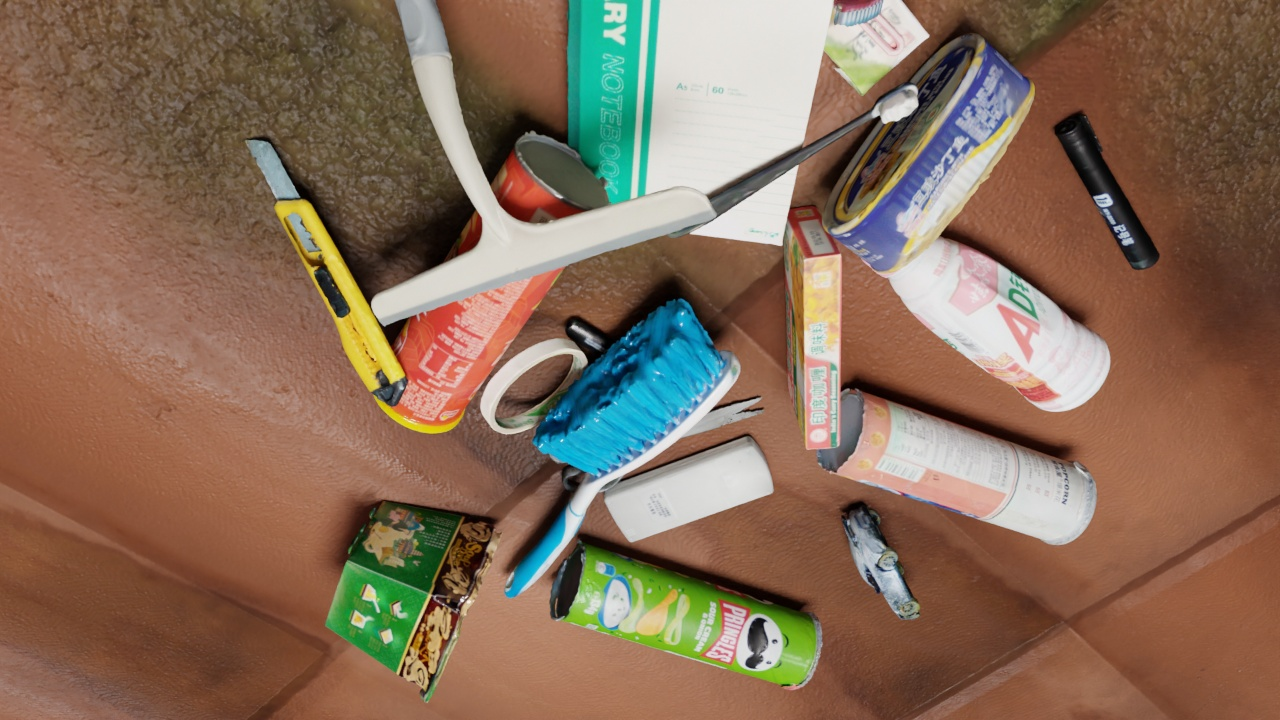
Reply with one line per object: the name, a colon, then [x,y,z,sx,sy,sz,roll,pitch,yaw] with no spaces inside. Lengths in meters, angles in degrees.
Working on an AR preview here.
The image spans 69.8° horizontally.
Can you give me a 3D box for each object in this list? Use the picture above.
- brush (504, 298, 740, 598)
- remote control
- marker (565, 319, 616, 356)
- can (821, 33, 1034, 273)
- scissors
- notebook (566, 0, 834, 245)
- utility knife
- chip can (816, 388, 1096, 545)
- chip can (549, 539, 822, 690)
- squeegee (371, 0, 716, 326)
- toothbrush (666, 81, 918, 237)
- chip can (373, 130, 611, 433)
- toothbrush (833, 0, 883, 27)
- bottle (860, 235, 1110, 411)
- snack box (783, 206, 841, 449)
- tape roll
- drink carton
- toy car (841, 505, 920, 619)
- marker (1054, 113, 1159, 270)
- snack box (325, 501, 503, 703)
brush: [-0.043,0.084,0.703,0.109,0.060,0.315,33,119,-31]
remote control: [0.041,0.107,0.759,0.135,0.019,0.056,-22,122,11]
marker: [-0.004,0.004,0.691,0.124,0.015,0.018,31,115,-22]
can: [0.177,-0.128,0.572,0.049,0.074,0.148,32,99,-19]
scissors: [0.013,0.068,0.739,0.173,0.014,0.141,12,121,-14]
notebook: [0.030,-0.164,0.555,0.150,0.012,0.210,6,134,1]
utility knife: [-0.206,-0.056,0.599,0.033,0.015,0.197,-23,99,27]
chip can: [0.249,0.085,0.726,0.214,0.071,0.071,18,120,-15]
chip can: [0.041,0.226,0.806,0.236,0.072,0.072,21,119,-16]
squeegee: [-0.109,-0.159,0.510,0.247,0.039,0.246,-14,100,29]
toothbrush: [0.089,-0.118,0.570,0.181,0.018,0.015,-26,133,30]
chip can: [-0.104,-0.044,0.609,0.073,0.073,0.217,27,123,-19]
toothbrush: [0.191,-0.224,0.523,0.187,0.016,0.017,-22,148,-12]
bottle: [0.243,-0.037,0.653,0.197,0.068,0.068,31,116,-16]
snack box: [0.121,-0.021,0.645,0.027,0.077,0.156,-7,123,2]
tape roll: [-0.076,0.019,0.667,0.085,0.014,0.086,-32,153,-19]
drink carton: [0.111,-0.218,0.535,0.054,0.045,0.122,-40,117,20]
toy car: [0.208,0.178,0.795,0.037,0.054,0.121,-28,122,11]
marker: [0.323,-0.114,0.632,0.022,0.020,0.132,-48,116,-8]
snack box: [-0.188,0.185,0.752,0.105,0.118,0.118,24,119,-4]
